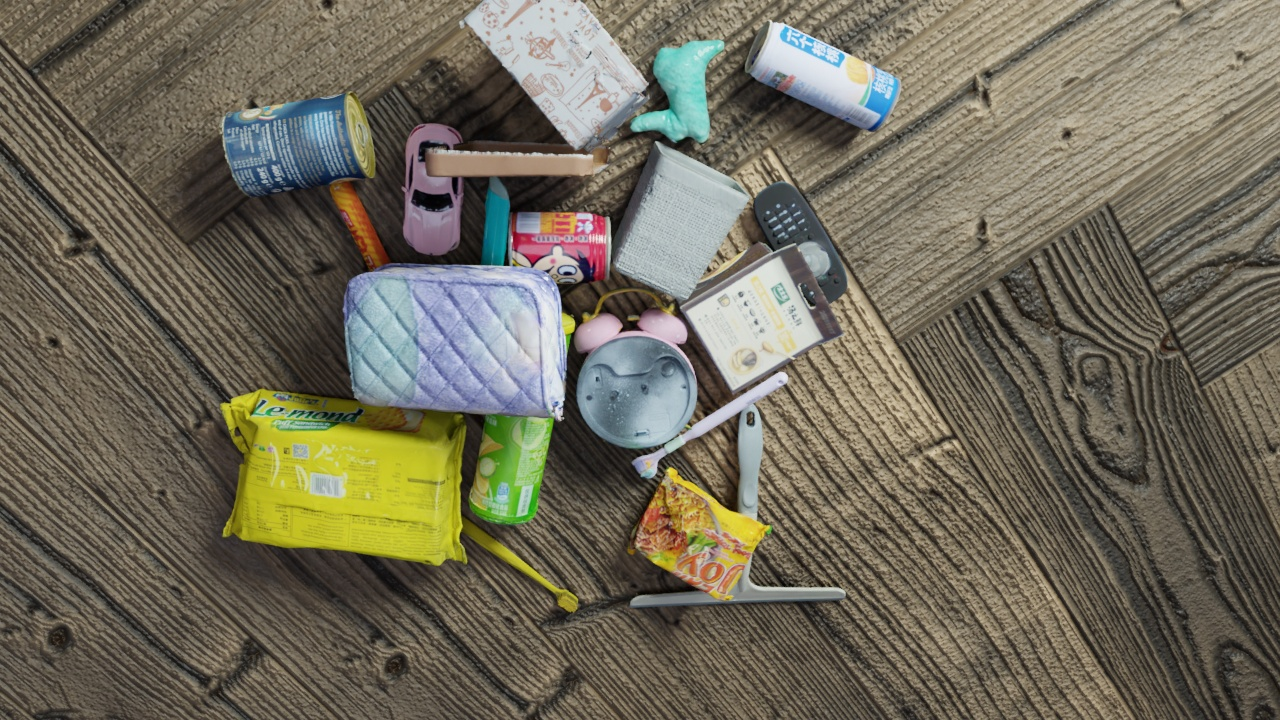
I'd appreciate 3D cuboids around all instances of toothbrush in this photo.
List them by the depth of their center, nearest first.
[{"bbox_3d":[0.071,0.065,0.936,0.189,0.021,0.029,-35,115,21],"label":"toothbrush"},{"bbox_3d":[-0.141,0.215,0.990,0.190,0.016,0.016,40,100,-16],"label":"toothbrush"}]

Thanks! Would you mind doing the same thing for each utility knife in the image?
[{"bbox_3d":[-0.139,-0.080,0.852,0.029,0.013,0.208,35,134,22],"label":"utility knife"}]

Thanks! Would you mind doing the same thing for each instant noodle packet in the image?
[{"bbox_3d":[0.059,0.187,0.961,0.128,0.044,0.111,30,111,6],"label":"instant noodle packet"}]

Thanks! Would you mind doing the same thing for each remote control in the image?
[{"bbox_3d":[0.156,-0.115,0.900,0.053,0.024,0.136,-32,110,8],"label":"remote control"}]

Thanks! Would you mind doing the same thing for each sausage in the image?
[{"bbox_3d":[-0.251,-0.099,0.868,0.021,0.021,0.165,-22,109,2],"label":"sausage"}]

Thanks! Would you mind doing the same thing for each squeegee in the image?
[{"bbox_3d":[0.114,0.165,0.985,0.246,0.039,0.247,0,109,-5],"label":"squeegee"}]

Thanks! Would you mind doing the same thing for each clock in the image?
[{"bbox_3d":[-0.005,0.005,0.903,0.117,0.059,0.158,-6,109,5],"label":"clock"}]

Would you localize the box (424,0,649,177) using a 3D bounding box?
[{"bbox_3d":[-0.092,-0.203,0.763,0.178,0.182,0.153,-38,99,8],"label":"box"}]

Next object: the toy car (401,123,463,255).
[{"bbox_3d":[-0.191,-0.156,0.847,0.056,0.037,0.122,5,109,-5],"label":"toy car"}]

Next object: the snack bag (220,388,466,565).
[{"bbox_3d":[-0.290,0.120,0.911,0.246,0.068,0.158,6,106,-2],"label":"snack bag"}]

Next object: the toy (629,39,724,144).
[{"bbox_3d":[0.034,-0.242,0.843,0.096,0.030,0.092,-9,107,4],"label":"toy"}]

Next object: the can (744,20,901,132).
[{"bbox_3d":[0.165,-0.259,0.836,0.134,0.053,0.053,21,106,-12],"label":"can"}]

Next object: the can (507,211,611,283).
[{"bbox_3d":[-0.076,-0.105,0.859,0.094,0.066,0.066,0,109,-6],"label":"can"}]

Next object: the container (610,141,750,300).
[{"bbox_3d":[0.030,-0.127,0.851,0.090,0.090,0.114,24,108,-12],"label":"container"}]

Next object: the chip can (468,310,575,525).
[{"bbox_3d":[-0.120,0.056,0.908,0.072,0.072,0.221,10,107,-9],"label":"chip can"}]

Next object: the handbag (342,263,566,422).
[{"bbox_3d":[-0.162,-0.017,0.820,0.194,0.075,0.134,5,108,13],"label":"handbag"}]

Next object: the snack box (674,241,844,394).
[{"bbox_3d":[0.115,-0.045,0.901,0.126,0.053,0.113,-31,115,4],"label":"snack box"}]

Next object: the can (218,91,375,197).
[{"bbox_3d":[-0.299,-0.188,0.805,0.111,0.075,0.075,-10,109,-1],"label":"can"}]
